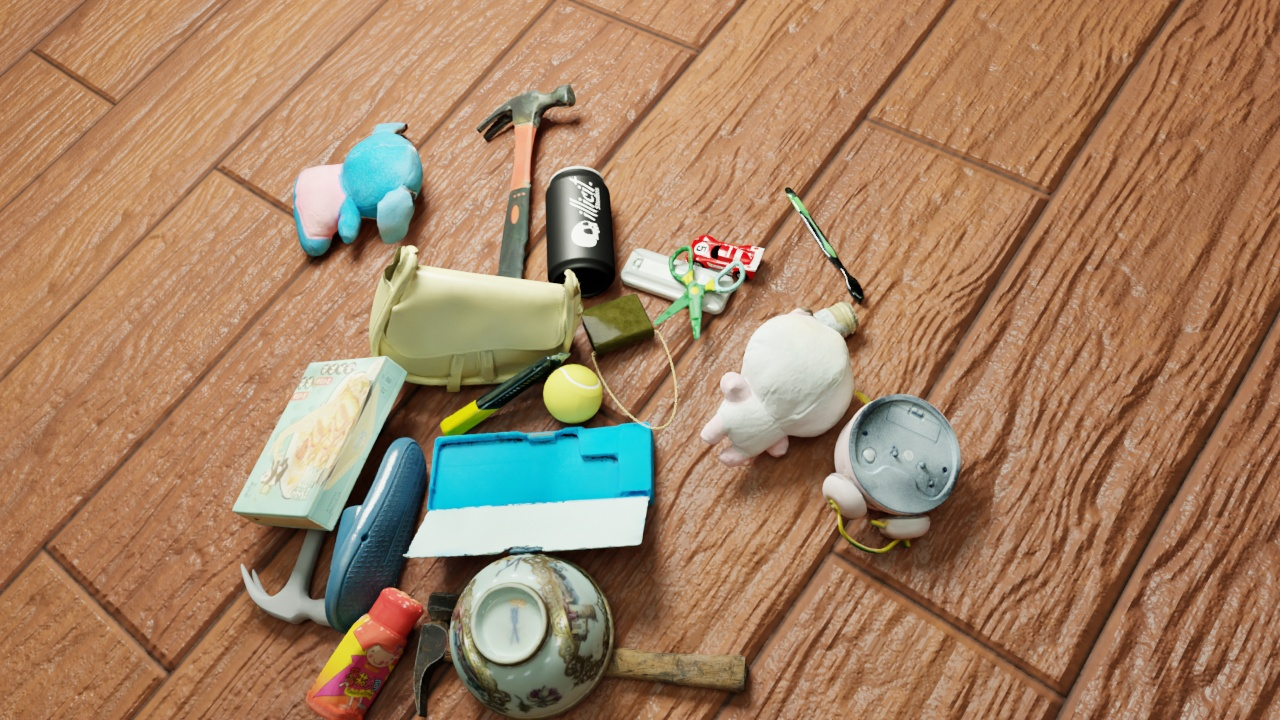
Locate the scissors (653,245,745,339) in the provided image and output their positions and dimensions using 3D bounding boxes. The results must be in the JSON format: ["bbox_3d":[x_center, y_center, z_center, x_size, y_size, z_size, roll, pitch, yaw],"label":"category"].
[{"bbox_3d":[0.070,-0.079,1.051,0.123,0.012,0.126,-7,63,8],"label":"scissors"}]

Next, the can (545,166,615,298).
[{"bbox_3d":[-0.073,-0.154,1.103,0.080,0.080,0.145,-8,62,6],"label":"can"}]

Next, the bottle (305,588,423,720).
[{"bbox_3d":[-0.271,0.294,0.917,0.048,0.071,0.134,21,70,31],"label":"bottle"}]

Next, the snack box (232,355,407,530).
[{"bbox_3d":[-0.349,0.089,1.004,0.142,0.044,0.193,-4,56,37],"label":"snack box"}]

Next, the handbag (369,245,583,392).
[{"bbox_3d":[-0.184,-0.043,1.021,0.233,0.191,0.088,7,58,-6],"label":"handbag"}]

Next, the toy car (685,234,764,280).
[{"bbox_3d":[0.100,-0.124,1.086,0.089,0.025,0.038,17,68,18],"label":"toy car"}]

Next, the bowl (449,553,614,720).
[{"bbox_3d":[-0.111,0.252,0.861,0.160,0.094,0.159,-3,66,7],"label":"bowl"}]

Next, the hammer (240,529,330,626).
[{"bbox_3d":[-0.351,0.139,1.037,0.125,0.029,0.310,5,64,13],"label":"hammer"}]

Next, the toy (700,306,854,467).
[{"bbox_3d":[0.143,0.037,0.945,0.179,0.139,0.101,-41,28,2],"label":"toy"}]

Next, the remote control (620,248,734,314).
[{"bbox_3d":[0.043,-0.096,1.084,0.133,0.022,0.050,20,69,19],"label":"remote control"}]

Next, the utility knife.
[{"bbox_3d":[-0.151,0.036,1.026,0.175,0.028,0.020,-32,66,12],"label":"utility knife"}]

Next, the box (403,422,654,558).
[{"bbox_3d":[-0.109,0.147,0.966,0.244,0.060,0.175,-5,41,8],"label":"box"}]

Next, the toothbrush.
[{"bbox_3d":[0.215,-0.139,1.082,0.014,0.017,0.188,-22,58,-6],"label":"toothbrush"}]

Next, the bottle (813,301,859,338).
[{"bbox_3d":[0.185,-0.028,1.013,0.110,0.043,0.042,-25,62,-4],"label":"bottle"}]

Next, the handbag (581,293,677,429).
[{"bbox_3d":[-0.007,0.005,1.031,0.084,0.027,0.178,-20,55,-8],"label":"handbag"}]

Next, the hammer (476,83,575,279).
[{"bbox_3d":[-0.156,-0.200,1.163,0.133,0.033,0.332,-7,65,20],"label":"hammer"}]

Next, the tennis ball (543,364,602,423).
[{"bbox_3d":[-0.074,0.037,1.014,0.065,0.065,0.065,-4,63,8],"label":"tennis ball"}]

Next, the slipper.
[{"bbox_3d":[-0.283,0.178,0.964,0.059,0.104,0.213,7,61,15],"label":"slipper"}]

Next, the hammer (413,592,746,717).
[{"bbox_3d":[-0.062,0.302,0.901,0.330,0.033,0.119,2,68,11],"label":"hammer"}]

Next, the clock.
[{"bbox_3d":[0.243,0.112,0.903,0.117,0.059,0.157,22,73,-6],"label":"clock"}]

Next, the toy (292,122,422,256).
[{"bbox_3d":[-0.369,-0.233,1.199,0.192,0.099,0.223,-22,53,12],"label":"toy"}]
